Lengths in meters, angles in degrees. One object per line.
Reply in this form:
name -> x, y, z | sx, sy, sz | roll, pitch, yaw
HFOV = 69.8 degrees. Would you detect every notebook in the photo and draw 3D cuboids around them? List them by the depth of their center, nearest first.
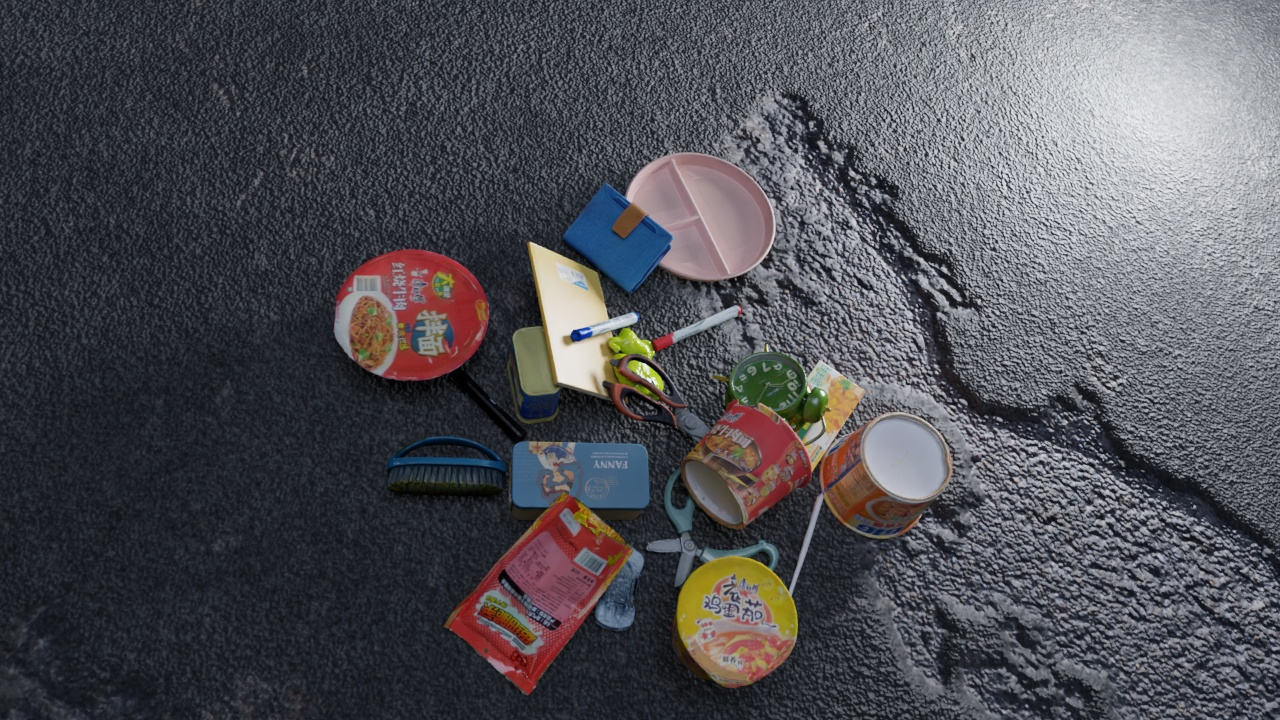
notebook -> -0.082, -0.048, 1.207 | 0.145, 0.010, 0.206 | 19, 50, -52

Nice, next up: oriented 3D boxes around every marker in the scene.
marker -> -0.198, 0.057, 1.180 | 0.132, 0.020, 0.022 | 43, 80, 12
marker -> -0.044, -0.046, 1.221 | 0.017, 0.017, 0.145 | 48, 32, 14
marker -> 0.081, -0.046, 1.287 | 0.145, 0.017, 0.017 | -24, 70, -21

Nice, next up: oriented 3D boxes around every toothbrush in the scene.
toothbrush -> 0.202, 0.246, 1.164 | 0.016, 0.016, 0.179 | 22, 62, 7

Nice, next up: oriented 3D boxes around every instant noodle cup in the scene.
instant noodle cup -> 0.098, 0.307, 1.059 | 0.138, 0.110, 0.137 | 5, 62, -9
instant noodle cup -> 0.124, 0.134, 1.126 | 0.108, 0.138, 0.138 | -38, 76, -26
instant noodle cup -> 0.321, 0.142, 1.184 | 0.151, 0.112, 0.151 | 4, 63, -9
instant noodle cup -> -0.295, -0.048, 1.188 | 0.193, 0.066, 0.193 | 5, 63, -10

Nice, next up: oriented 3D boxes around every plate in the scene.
plate -> 0.087, -0.211, 1.366 | 0.229, 0.028, 0.229 | 4, 62, -8

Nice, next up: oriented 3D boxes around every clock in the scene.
clock -> 0.178, 0.054, 1.207 | 0.116, 0.056, 0.161 | -31, 54, -14

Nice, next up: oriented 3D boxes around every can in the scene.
can -> -0.135, 0.018, 1.175 | 0.057, 0.083, 0.102 | -7, 65, -14

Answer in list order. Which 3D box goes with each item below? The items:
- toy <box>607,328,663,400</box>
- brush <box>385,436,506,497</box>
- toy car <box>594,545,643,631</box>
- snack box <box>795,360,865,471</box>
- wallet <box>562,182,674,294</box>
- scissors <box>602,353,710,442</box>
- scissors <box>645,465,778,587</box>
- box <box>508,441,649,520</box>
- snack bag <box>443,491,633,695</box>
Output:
toy -> -0.007, 0.007, 1.230 | 0.096, 0.031, 0.099 | 31, 45, -17
brush -> -0.236, 0.128, 1.116 | 0.143, 0.055, 0.073 | 2, 64, -10
toy car -> -0.025, 0.270, 1.100 | 0.049, 0.031, 0.105 | 13, 61, -5
snack box -> 0.235, 0.078, 1.248 | 0.077, 0.027, 0.155 | 35, 63, 10
wallet -> -0.031, -0.173, 1.298 | 0.133, 0.040, 0.106 | 40, 95, 11
scissors -> 0.043, 0.084, 1.190 | 0.182, 0.015, 0.209 | -13, 80, -23
scissors -> 0.094, 0.208, 1.161 | 0.174, 0.019, 0.169 | 8, 64, -6
box -> -0.071, 0.151, 1.133 | 0.184, 0.064, 0.089 | -1, 64, -9
snack bag -> -0.112, 0.262, 1.049 | 0.128, 0.073, 0.208 | 39, 88, 2
